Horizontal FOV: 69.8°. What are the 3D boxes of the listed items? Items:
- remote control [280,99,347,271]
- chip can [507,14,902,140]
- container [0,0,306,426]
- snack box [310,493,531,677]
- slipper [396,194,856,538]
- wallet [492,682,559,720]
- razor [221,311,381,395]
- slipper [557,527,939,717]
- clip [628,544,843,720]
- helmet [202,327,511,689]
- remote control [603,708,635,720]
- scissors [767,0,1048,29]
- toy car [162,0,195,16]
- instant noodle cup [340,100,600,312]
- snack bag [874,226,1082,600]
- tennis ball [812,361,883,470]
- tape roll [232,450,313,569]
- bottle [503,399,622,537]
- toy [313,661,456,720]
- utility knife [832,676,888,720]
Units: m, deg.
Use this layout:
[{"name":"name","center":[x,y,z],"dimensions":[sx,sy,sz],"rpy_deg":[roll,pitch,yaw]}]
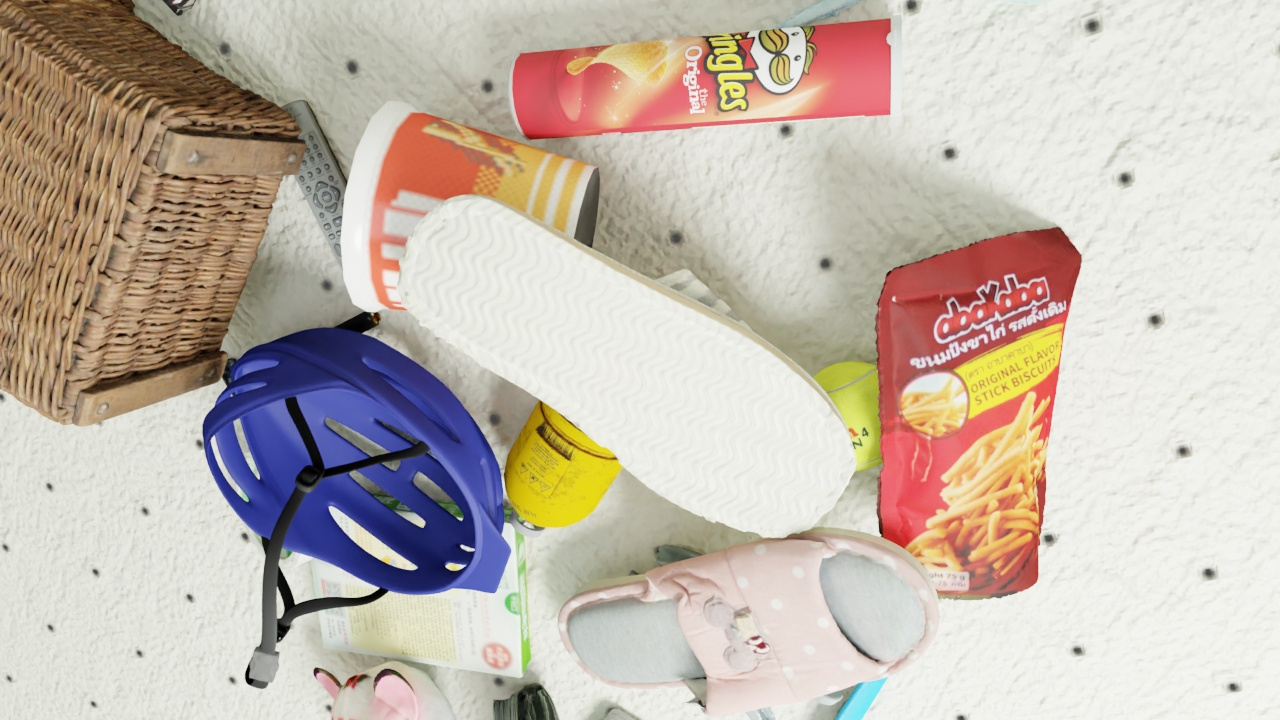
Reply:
[{"name":"remote control","center":[-0.206,-0.106,0.614],"dimensions":[0.033,0.013,0.136],"rpy_deg":[-19,103,19]},{"name":"chip can","center":[0.034,-0.156,0.514],"dimensions":[0.215,0.051,0.052],"rpy_deg":[0,108,15]},{"name":"container","center":[-0.341,-0.094,0.559],"dimensions":[0.183,0.162,0.250],"rpy_deg":[29,107,8]},{"name":"snack box","center":[-0.167,0.167,0.692],"dimensions":[0.168,0.027,0.132],"rpy_deg":[4,109,13]},{"name":"slipper","center":[-0.003,0.003,0.500],"dimensions":[0.272,0.054,0.115],"rpy_deg":[33,114,-13]},{"name":"wallet","center":[-0.074,0.321,0.683],"dimensions":[0.054,0.100,0.132],"rpy_deg":[-9,108,-6]},{"name":"razor","center":[-0.246,-0.003,0.656],"dimensions":[0.144,0.022,0.043],"rpy_deg":[-24,102,21]},{"name":"slipper","center":[0.051,0.170,0.573],"dimensions":[0.275,0.054,0.114],"rpy_deg":[-21,103,35]},{"name":"clip","center":[0.072,0.186,0.635],"dimensions":[0.163,0.028,0.115],"rpy_deg":[45,115,-4]},{"name":"helmet","center":[-0.198,0.084,0.561],"dimensions":[0.241,0.227,0.148],"rpy_deg":[28,121,9]},{"name":"remote control","center":[0.025,0.332,0.703],"dimensions":[0.151,0.019,0.074],"rpy_deg":[32,113,3]},{"name":"scissors","center":[0.142,-0.220,0.486],"dimensions":[0.175,0.032,0.093],"rpy_deg":[-6,110,12]},{"name":"toy car","center":[-0.283,-0.258,0.564],"dimensions":[0.040,0.037,0.093],"rpy_deg":[48,138,-6]},{"name":"instant noodle cup","center":[-0.093,-0.079,0.543],"dimensions":[0.121,0.123,0.123],"rpy_deg":[11,111,2]},{"name":"snack bag","center":[0.186,0.032,0.522],"dimensions":[0.138,0.067,0.208],"rpy_deg":[-13,111,-20]},{"name":"tennis ball","center":[0.126,0.033,0.548],"dimensions":[0.065,0.065,0.065],"rpy_deg":[5,110,13]},{"name":"tape roll","center":[-0.272,0.110,0.685],"dimensions":[0.094,0.018,0.094],"rpy_deg":[15,115,36]},{"name":"bottle","center":[-0.039,0.048,0.593],"dimensions":[0.071,0.071,0.164],"rpy_deg":[33,113,2]},{"name":"toy","center":[-0.167,0.318,0.707],"dimensions":[0.142,0.084,0.213],"rpy_deg":[-11,113,54]},{"name":"utility knife","center":[0.151,0.240,0.638],"dimensions":[0.015,0.031,0.186],"rpy_deg":[45,120,41]}]
